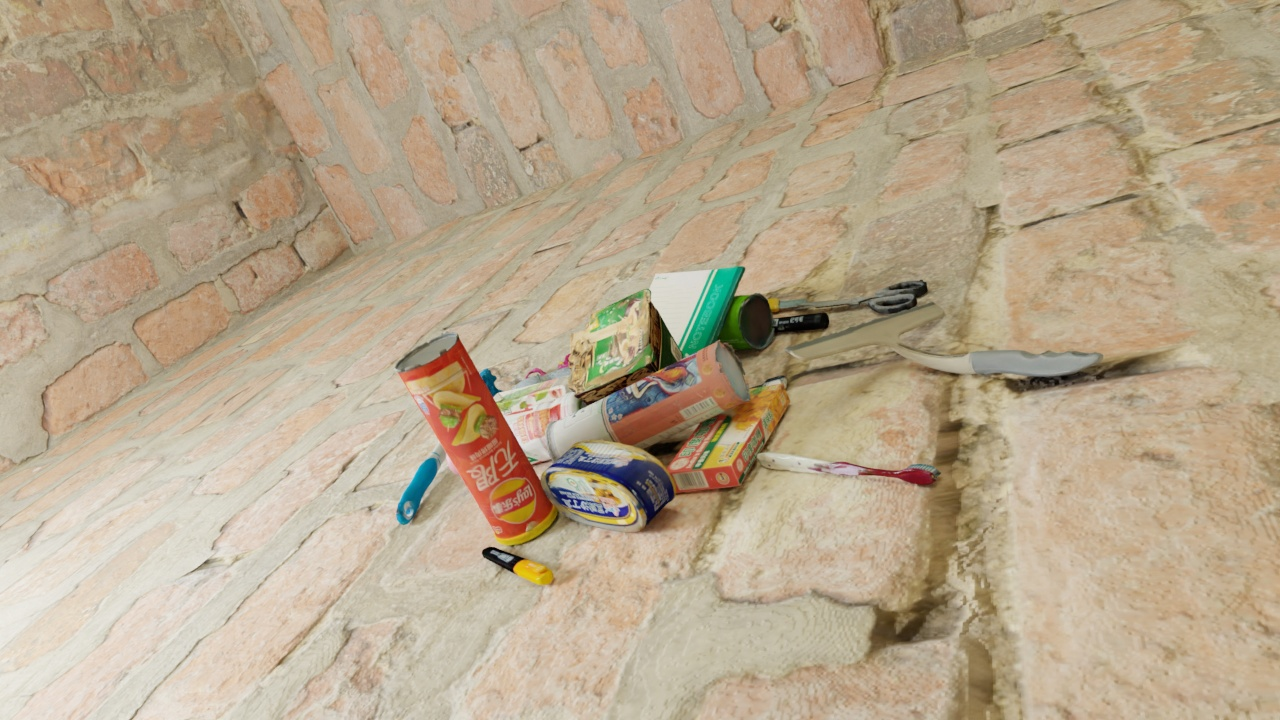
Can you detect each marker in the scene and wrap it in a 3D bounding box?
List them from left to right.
[{"bbox_3d":[-0.120,0.193,0.876,0.018,0.015,0.124,-30,18,-31],"label":"marker"},{"bbox_3d":[0.178,-0.045,1.155,0.022,0.020,0.132,-1,-2,-45],"label":"marker"}]

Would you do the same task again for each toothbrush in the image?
[{"bbox_3d":[0.078,0.049,1.030,0.181,0.016,0.018,-17,29,17],"label":"toothbrush"},{"bbox_3d":[0.176,0.092,0.806,0.017,0.016,0.188,-29,19,-38],"label":"toothbrush"}]

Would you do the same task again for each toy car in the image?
[{"bbox_3d":[-0.134,0.040,1.253,0.120,0.037,0.054,-21,27,-2],"label":"toy car"}]

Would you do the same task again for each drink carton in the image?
[{"bbox_3d":[-0.133,0.059,1.182,0.123,0.053,0.045,-13,20,25],"label":"drink carton"}]

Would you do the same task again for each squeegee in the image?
[{"bbox_3d":[0.313,-0.005,0.872,0.245,0.039,0.247,-16,18,-37],"label":"squeegee"}]

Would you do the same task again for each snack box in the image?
[{"bbox_3d":[-0.006,0.006,1.056,0.118,0.105,0.118,-23,45,26],"label":"snack box"},{"bbox_3d":[0.090,0.076,0.924,0.077,0.027,0.155,-12,22,34],"label":"snack box"}]

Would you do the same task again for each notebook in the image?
[{"bbox_3d":[0.037,-0.028,1.144,0.151,0.012,0.208,-1,56,44],"label":"notebook"}]

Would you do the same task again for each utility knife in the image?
[{"bbox_3d":[0.146,-0.069,1.259,0.197,0.015,0.033,-3,35,41],"label":"utility knife"}]

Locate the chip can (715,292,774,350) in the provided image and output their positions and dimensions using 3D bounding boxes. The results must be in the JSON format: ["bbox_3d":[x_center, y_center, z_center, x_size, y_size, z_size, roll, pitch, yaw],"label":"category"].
[{"bbox_3d":[0.063,-0.045,1.205,0.237,0.072,0.072,-1,29,46],"label":"chip can"}]

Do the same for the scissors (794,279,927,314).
[{"bbox_3d":[0.261,-0.070,1.125,0.174,0.014,0.140,-18,22,9],"label":"scissors"}]

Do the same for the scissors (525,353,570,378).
[{"bbox_3d":[-0.130,0.025,1.327,0.124,0.017,0.133,-9,27,26],"label":"scissors"}]

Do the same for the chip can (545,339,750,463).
[{"bbox_3d":[0.006,0.055,0.956,0.215,0.071,0.071,-26,17,22],"label":"chip can"}]

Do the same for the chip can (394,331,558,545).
[{"bbox_3d":[-0.162,0.080,0.916,0.073,0.216,0.073,-24,19,9],"label":"chip can"}]

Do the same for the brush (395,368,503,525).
[{"bbox_3d":[-0.244,0.106,1.197,0.109,0.060,0.314,-27,21,7],"label":"brush"}]

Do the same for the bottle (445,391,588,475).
[{"bbox_3d":[-0.141,0.094,1.091,0.197,0.068,0.068,-20,19,23],"label":"bottle"}]

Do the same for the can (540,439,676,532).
[{"bbox_3d":[-0.034,0.120,0.882,0.148,0.074,0.049,0,33,48],"label":"can"}]
